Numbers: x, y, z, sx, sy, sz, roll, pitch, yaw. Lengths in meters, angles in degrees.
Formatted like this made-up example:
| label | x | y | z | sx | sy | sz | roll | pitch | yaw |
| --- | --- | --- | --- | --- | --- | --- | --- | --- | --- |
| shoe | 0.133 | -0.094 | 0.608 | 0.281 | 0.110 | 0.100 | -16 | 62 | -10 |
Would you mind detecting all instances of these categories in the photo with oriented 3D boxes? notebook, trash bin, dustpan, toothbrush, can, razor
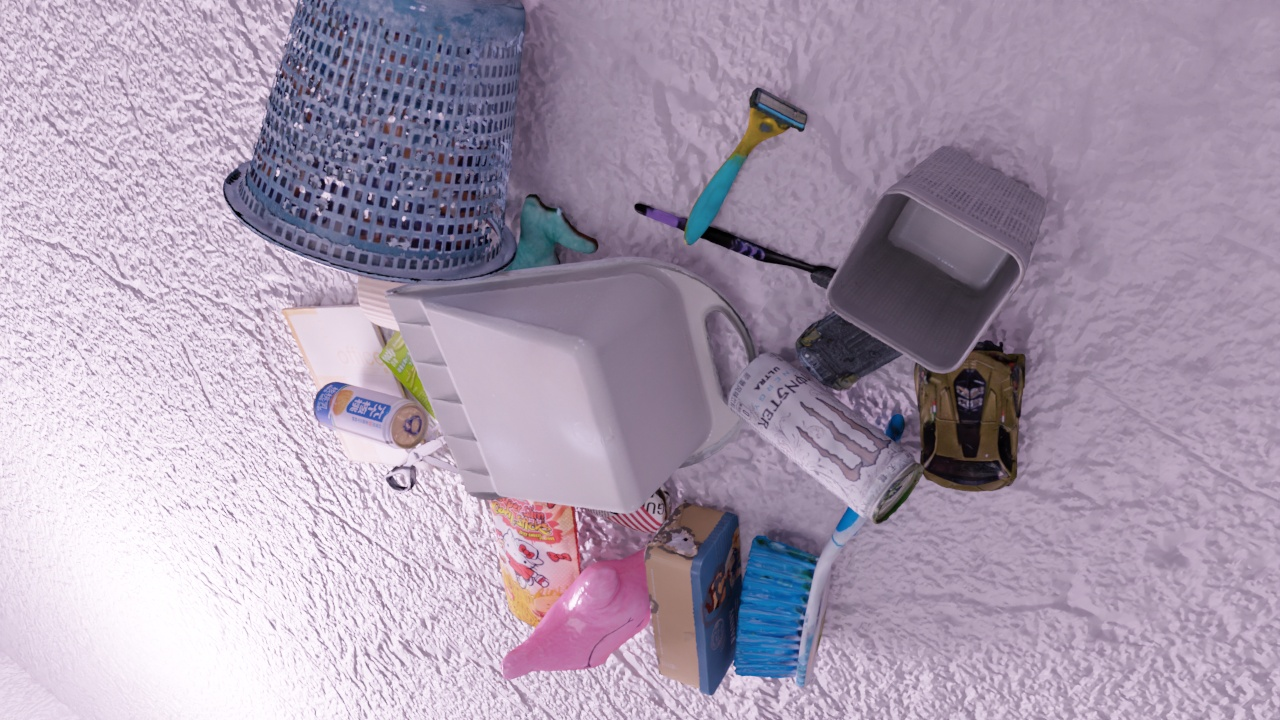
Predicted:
| label | x | y | z | sx | sy | sz | roll | pitch | yaw |
| --- | --- | --- | --- | --- | --- | --- | --- | --- | --- |
| notebook | -0.320 | 0.032 | 1.040 | 0.146 | 0.010 | 0.206 | 1 | 118 | 34 |
| trash bin | -0.179 | -0.193 | 0.688 | 0.226 | 0.226 | 0.195 | 29 | 117 | 16 |
| dustpan | -0.045 | 0.015 | 0.769 | 0.258 | 0.142 | 0.223 | 9 | 127 | 37 |
| toothbrush | 0.073 | -0.087 | 0.696 | 0.189 | 0.016 | 0.014 | 24 | 129 | 22 |
| can | -0.290 | 0.059 | 0.983 | 0.135 | 0.053 | 0.053 | 10 | 123 | 36 |
| razor | 0.066 | -0.134 | 0.662 | 0.043 | 0.028 | 0.133 | 20 | 132 | -17 |
| can | 0.136 | 0.056 | 0.689 | 0.147 | 0.058 | 0.058 | 40 | 134 | 29 |

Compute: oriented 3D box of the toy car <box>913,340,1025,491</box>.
| label | x | y | z | sx | sy | sz | roll | pitch | yaw |
| --- | --- | --- | --- | --- | --- | --- | --- | --- | --- |
| toy car | 0.228 | 0.045 | 0.635 | 0.070 | 0.042 | 0.158 | 1 | 136 | 22 |

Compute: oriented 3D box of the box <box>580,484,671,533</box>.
| label | x | y | z | sx | sy | sz | roll | pitch | yaw |
| --- | --- | --- | --- | --- | --- | --- | --- | --- | --- |
| box | -0.041 | 0.114 | 0.886 | 0.164 | 0.055 | 0.070 | 22 | 116 | 22 |

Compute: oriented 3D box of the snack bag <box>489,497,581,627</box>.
| label | x | y | z | sx | sy | sz | roll | pitch | yaw |
| --- | --- | --- | --- | --- | --- | --- | --- | --- | --- |
| snack bag | -0.106 | 0.179 | 0.932 | 0.129 | 0.073 | 0.208 | 26 | 136 | 33 |

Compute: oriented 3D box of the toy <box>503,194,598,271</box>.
| label | x | y | z | sx | sy | sz | roll | pitch | yaw |
| --- | --- | --- | --- | --- | --- | --- | --- | --- | --- |
| toy | -0.082 | -0.097 | 0.786 | 0.096 | 0.030 | 0.092 | 23 | 131 | 16 |

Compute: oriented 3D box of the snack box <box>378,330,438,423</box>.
| label | x | y | z | sx | sy | sz | roll | pitch | yaw |
| --- | --- | --- | --- | --- | --- | --- | --- | --- | --- |
| snack box | -0.196 | 0.028 | 0.943 | 0.156 | 0.026 | 0.086 | 47 | 133 | 0 |

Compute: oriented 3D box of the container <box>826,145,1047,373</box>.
| label | x | y | z | sx | sy | sz | roll | pitch | yaw |
| --- | --- | --- | --- | --- | --- | --- | --- | --- | --- |
| container | 0.186 | -0.069 | 0.562 | 0.090 | 0.114 | 0.090 | 34 | 131 | 12 |

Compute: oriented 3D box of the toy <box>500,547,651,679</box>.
| label | x | y | z | sx | sy | sz | roll | pitch | yaw |
| --- | --- | --- | --- | --- | --- | --- | --- | --- | --- |
| toy | -0.032 | 0.243 | 0.896 | 0.195 | 0.178 | 0.074 | -47 | 62 | 13 |

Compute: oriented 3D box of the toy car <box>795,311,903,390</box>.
| label | x | y | z | sx | sy | sz | roll | pitch | yaw |
| --- | --- | --- | --- | --- | --- | --- | --- | --- | --- |
| toy car | 0.164 | -0.022 | 0.660 | 0.054 | 0.036 | 0.121 | 46 | 137 | -4 |

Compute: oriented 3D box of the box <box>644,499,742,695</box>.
| label | x | y | z | sx | sy | sz | roll | pitch | yaw |
| --- | --- | --- | --- | --- | --- | --- | --- | --- | --- |
| box | 0.053 | 0.226 | 0.856 | 0.061 | 0.089 | 0.184 | 9 | 125 | 29 |

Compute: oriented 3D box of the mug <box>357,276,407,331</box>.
| label | x | y | z | sx | sy | sz | roll | pitch | yaw |
| --- | --- | --- | --- | --- | --- | --- | --- | --- | --- |
| mug | -0.192 | -0.053 | 0.863 | 0.106 | 0.081 | 0.114 | 13 | 153 | 30 |

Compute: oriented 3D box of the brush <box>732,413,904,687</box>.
| label | x | y | z | sx | sy | sz | roll | pitch | yaw |
| --- | --- | --- | --- | --- | --- | --- | --- | --- | --- |
| brush | 0.146 | 0.166 | 0.784 | 0.109 | 0.060 | 0.315 | 14 | 122 | 20 |

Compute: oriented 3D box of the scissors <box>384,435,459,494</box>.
| label | x | y | z | sx | sy | sz | roll | pitch | yaw |
| --- | --- | --- | --- | --- | --- | --- | --- | --- | --- |
| scissors | -0.251 | 0.105 | 1.014 | 0.178 | 0.014 | 0.160 | 35 | 135 | 17 |
